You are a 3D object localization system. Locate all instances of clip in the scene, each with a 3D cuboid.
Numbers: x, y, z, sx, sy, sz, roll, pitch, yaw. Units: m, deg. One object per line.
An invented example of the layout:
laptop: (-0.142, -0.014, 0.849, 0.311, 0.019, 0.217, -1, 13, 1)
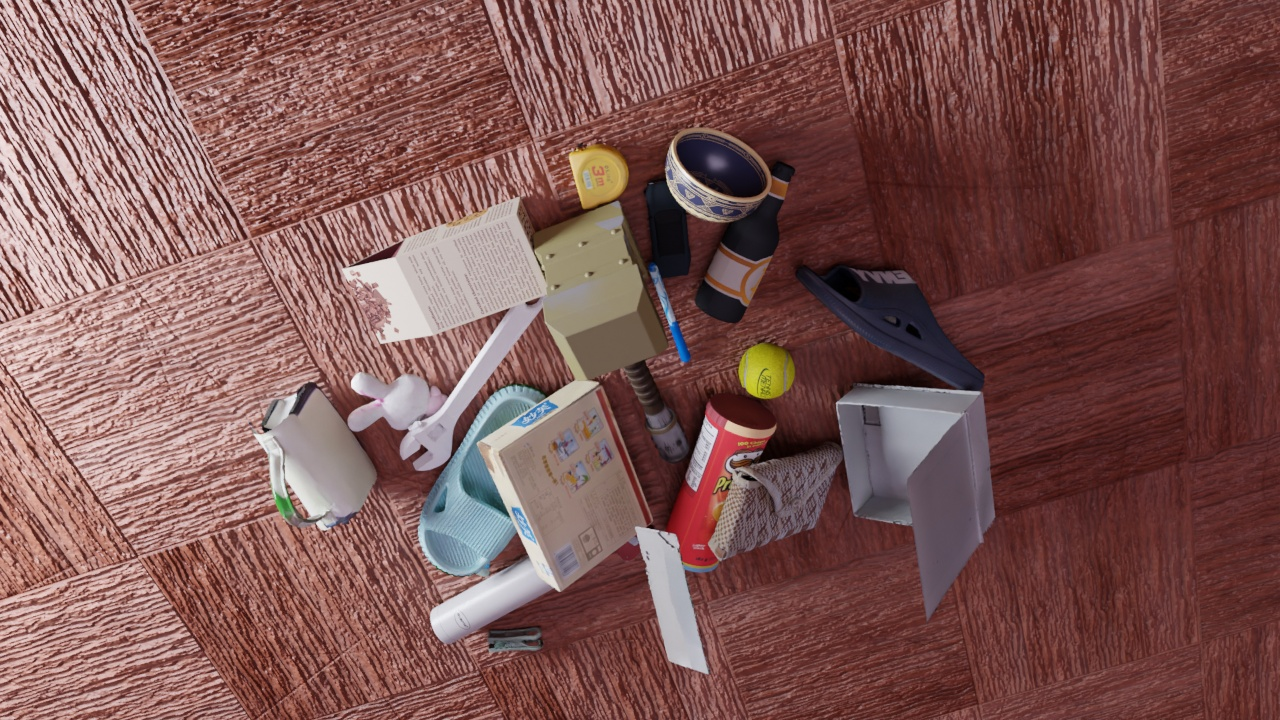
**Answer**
clip: (-0.171, 0.383, 1.259, 0.076, 0.023, 0.043, -3, 117, 0)

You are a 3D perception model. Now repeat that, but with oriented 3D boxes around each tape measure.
tape measure: (-0.016, 0.231, 1.199, 0.051, 0.019, 0.059, 37, 108, -19)
tape measure: (-0.043, -0.203, 0.988, 0.059, 0.030, 0.068, -14, 117, 3)

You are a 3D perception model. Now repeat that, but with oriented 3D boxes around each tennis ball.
tennis ball: (0.149, 0.013, 1.083, 0.065, 0.065, 0.065, -1, 115, -3)

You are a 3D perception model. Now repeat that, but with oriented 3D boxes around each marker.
marker: (0.033, -0.054, 1.057, 0.013, 0.013, 0.142, -19, 127, 5)

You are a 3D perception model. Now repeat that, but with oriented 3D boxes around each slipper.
slipper: (-0.187, 0.155, 1.114, 0.116, 0.069, 0.276, 25, 105, -14)
slipper: (0.301, -0.050, 1.043, 0.268, 0.110, 0.083, 28, 107, -19)

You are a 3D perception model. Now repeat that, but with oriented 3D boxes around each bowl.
bowl: (0.074, -0.185, 0.969, 0.112, 0.112, 0.061, 18, 136, -12)

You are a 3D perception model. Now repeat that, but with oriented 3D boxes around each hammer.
hammer: (-0.006, 0.006, 1.035, 0.101, 0.190, 0.325, -20, 132, 5)

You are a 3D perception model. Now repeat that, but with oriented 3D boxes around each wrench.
wrench: (-0.195, 0.022, 1.076, 0.066, 0.018, 0.274, 25, 108, -44)

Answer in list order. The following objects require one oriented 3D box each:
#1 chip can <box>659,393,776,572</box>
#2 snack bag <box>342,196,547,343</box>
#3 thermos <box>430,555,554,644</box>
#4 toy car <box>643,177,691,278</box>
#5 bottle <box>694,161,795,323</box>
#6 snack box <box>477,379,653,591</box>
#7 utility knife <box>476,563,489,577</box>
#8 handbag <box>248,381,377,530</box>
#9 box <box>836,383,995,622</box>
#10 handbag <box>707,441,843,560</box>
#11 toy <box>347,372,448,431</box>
chip can: (0.092, 0.152, 1.134, 0.087, 0.087, 0.214, 13, 114, -10)
snack bag: (-0.212, -0.093, 1.007, 0.206, 0.069, 0.094, -19, 115, 5)
thermos: (-0.169, 0.299, 1.202, 0.224, 0.052, 0.052, -30, 113, 10)
toy car: (0.031, -0.146, 1.018, 0.046, 0.034, 0.112, -7, 115, -1)
bottle: (0.122, -0.133, 1.016, 0.059, 0.059, 0.182, 19, 112, -12)
snack box: (-0.085, 0.146, 1.095, 0.153, 0.055, 0.207, -33, 118, -27)
utility knife: (-0.207, 0.190, 1.169, 0.031, 0.015, 0.207, 1, 115, -7)
handbag: (-0.384, 0.128, 1.040, 0.074, 0.175, 0.151, -24, 115, 9)
box: (0.378, 0.162, 0.911, 0.234, 0.528, 0.167, -14, 108, -1)
handbag: (0.171, 0.170, 1.119, 0.185, 0.047, 0.124, -9, 125, -40)
toy: (-0.281, 0.050, 1.084, 0.125, 0.037, 0.076, 3, 113, -29)
